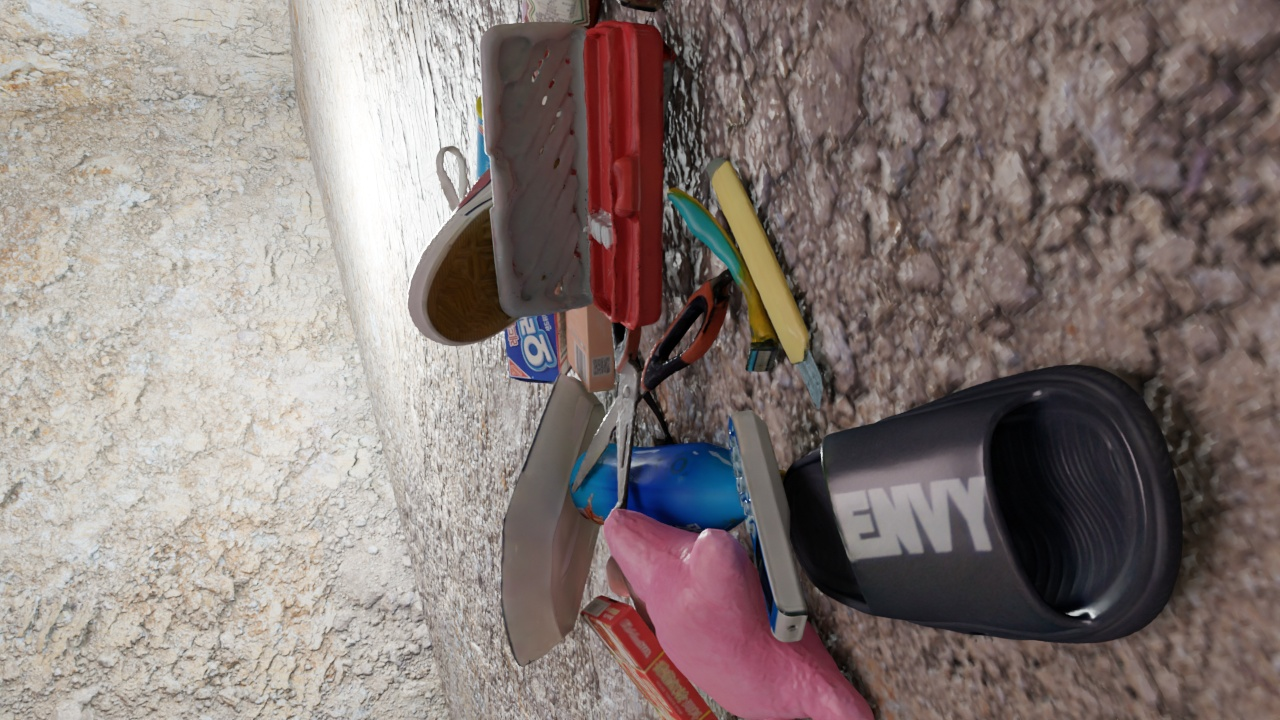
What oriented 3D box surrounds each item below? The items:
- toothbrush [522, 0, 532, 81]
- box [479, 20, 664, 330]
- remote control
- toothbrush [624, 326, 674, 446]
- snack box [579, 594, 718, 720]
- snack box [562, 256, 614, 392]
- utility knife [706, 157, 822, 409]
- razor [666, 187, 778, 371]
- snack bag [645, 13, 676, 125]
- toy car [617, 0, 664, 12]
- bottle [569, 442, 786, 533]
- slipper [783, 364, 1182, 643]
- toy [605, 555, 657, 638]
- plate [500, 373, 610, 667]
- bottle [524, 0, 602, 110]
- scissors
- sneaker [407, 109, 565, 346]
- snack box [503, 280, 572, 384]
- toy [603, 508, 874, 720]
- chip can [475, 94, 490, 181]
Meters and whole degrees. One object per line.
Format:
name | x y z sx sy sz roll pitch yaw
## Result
toothbrush | -0.109 -0.284 0.869 0.020 0.029 0.190 15 124 20
box | -0.044 -0.119 0.613 0.095 0.100 0.201 -143 47 -58
remote control | 0.071 0.089 0.513 0.049 0.024 0.124 80 -179 -58
toothbrush | -0.004 0.009 0.761 0.014 0.016 0.189 116 139 -57
snack box | 0.015 0.257 0.737 0.153 0.025 0.075 54 159 -8
snack box | -0.047 -0.059 0.805 0.084 0.026 0.157 -130 36 -62
utility knife | 0.072 -0.053 0.546 0.031 0.019 0.178 113 146 -60
razor | 0.052 -0.056 0.574 0.043 0.028 0.132 76 169 -71
snack bag | 0.006 -0.183 0.635 0.105 0.026 0.045 101 148 -44
toy car | -0.011 -0.276 0.612 0.035 0.042 0.090 -36 71 42
bottle | 0.026 0.090 0.647 0.219 0.065 0.065 -9 92 57
slipper | 0.118 0.078 0.420 0.269 0.083 0.110 145 113 -68
toy | 0.012 0.189 0.753 0.121 0.054 0.160 67 155 9
plate | -0.063 0.128 0.779 0.265 0.034 0.162 -75 -17 -52
bottle | -0.064 -0.258 0.726 0.207 0.059 0.059 112 141 -59
scissors | -0.002 0.003 0.662 0.226 0.015 0.188 -54 37 29
sneaker | -0.114 -0.105 0.715 0.088 0.240 0.118 -5 136 40
snack box | -0.098 -0.079 0.850 0.058 0.057 0.208 -64 -25 -58
toy | 0.047 0.170 0.600 0.194 0.074 0.179 50 151 -1
chip can | -0.129 -0.158 0.908 0.211 0.071 0.071 102 149 -44
